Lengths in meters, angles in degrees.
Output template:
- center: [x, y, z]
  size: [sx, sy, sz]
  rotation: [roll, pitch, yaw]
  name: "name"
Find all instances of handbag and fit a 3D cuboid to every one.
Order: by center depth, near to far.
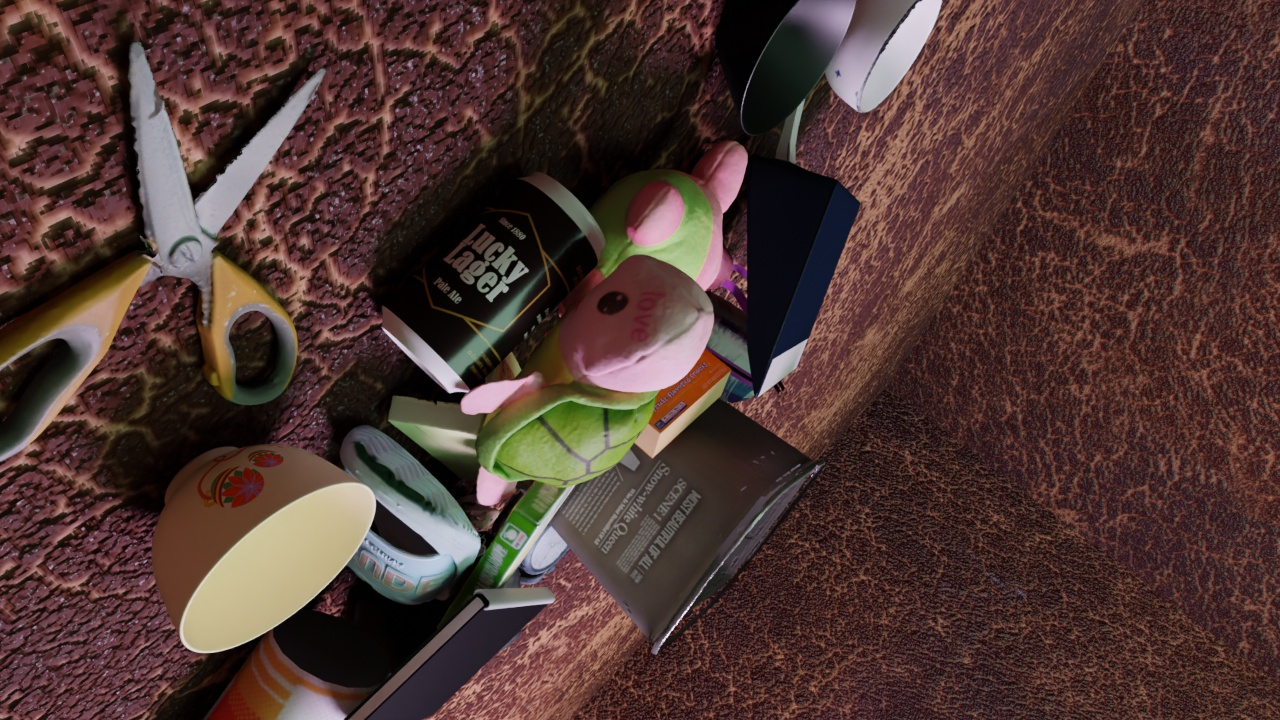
- center: [-0.193, 0.218, 0.831]
  size: [0.153, 0.115, 0.125]
  rotation: [-18, 129, -41]
  name: "handbag"
- center: [0.087, -0.042, 0.900]
  size: [0.068, 0.144, 0.169]
  rotation: [-52, -169, 32]
  name: "handbag"

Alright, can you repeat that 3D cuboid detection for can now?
- center: [-0.087, -0.046, 0.544]
  size: [0.128, 0.072, 0.072]
  rotation: [-46, 162, -12]
  name: "can"

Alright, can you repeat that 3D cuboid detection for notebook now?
- center: [-0.145, 0.232, 0.711]
  size: [0.149, 0.016, 0.207]
  rotation: [-43, 165, -4]
  name: "notebook"

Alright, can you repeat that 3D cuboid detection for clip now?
- center: [-0.155, 0.135, 0.838]
  size: [0.024, 0.045, 0.062]
  rotation: [-50, 144, 0]
  name: "clip"

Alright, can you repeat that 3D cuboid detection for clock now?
- center: [-0.108, 0.188, 0.981]
  size: [0.090, 0.052, 0.130]
  rotation: [-43, 151, -26]
  name: "clock"

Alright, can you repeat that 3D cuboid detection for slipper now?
- center: [-0.172, 0.131, 0.657]
  size: [0.074, 0.104, 0.246]
  rotation: [-45, 167, -25]
  name: "slipper"

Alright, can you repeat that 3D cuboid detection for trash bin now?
- center: [0.014, 0.108, 0.855]
  size: [0.198, 0.220, 0.197]
  rotation: [-56, 162, 18]
  name: "trash bin"

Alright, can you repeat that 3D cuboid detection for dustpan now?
- center: [0.130, -0.122, 0.782]
  size: [0.273, 0.080, 0.236]
  rotation: [-71, 166, 11]
  name: "dustpan"

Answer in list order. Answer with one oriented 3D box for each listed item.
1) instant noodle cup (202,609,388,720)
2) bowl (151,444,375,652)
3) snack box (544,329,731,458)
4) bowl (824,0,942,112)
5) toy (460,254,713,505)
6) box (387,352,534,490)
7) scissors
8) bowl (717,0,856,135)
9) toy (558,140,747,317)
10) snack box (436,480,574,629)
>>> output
- center: [-0.263, 0.268, 0.698]
  size: [0.121, 0.123, 0.123]
  rotation: [-60, 162, 5]
  name: "instant noodle cup"
- center: [-0.215, 0.088, 0.499]
  size: [0.117, 0.074, 0.118]
  rotation: [-44, 162, -19]
  name: "bowl"
- center: [-0.004, 0.004, 0.755]
  size: [0.088, 0.126, 0.040]
  rotation: [-39, 160, -30]
  name: "snack box"
- center: [0.195, -0.274, 0.774]
  size: [0.113, 0.063, 0.114]
  rotation: [-46, 162, -19]
  name: "bowl"
- center: [-0.034, 0.021, 0.585]
  size: [0.189, 0.087, 0.239]
  rotation: [-16, 156, -46]
  name: "toy"
- center: [-0.126, 0.048, 0.691]
  size: [0.083, 0.091, 0.188]
  rotation: [-13, 157, -1]
  name: "box"
- center: [-0.206, -0.027, 0.384]
  size: [0.224, 0.016, 0.226]
  rotation: [-39, 159, -32]
  name: "scissors"
- center: [0.091, -0.225, 0.639]
  size: [0.123, 0.052, 0.124]
  rotation: [-44, 162, -19]
  name: "bowl"
- center: [0.016, -0.081, 0.683]
  size: [0.192, 0.097, 0.236]
  rotation: [-43, 167, 20]
  name: "toy"
- center: [-0.093, 0.134, 0.734]
  size: [0.168, 0.027, 0.131]
  rotation: [-56, 177, 35]
  name: "snack box"
